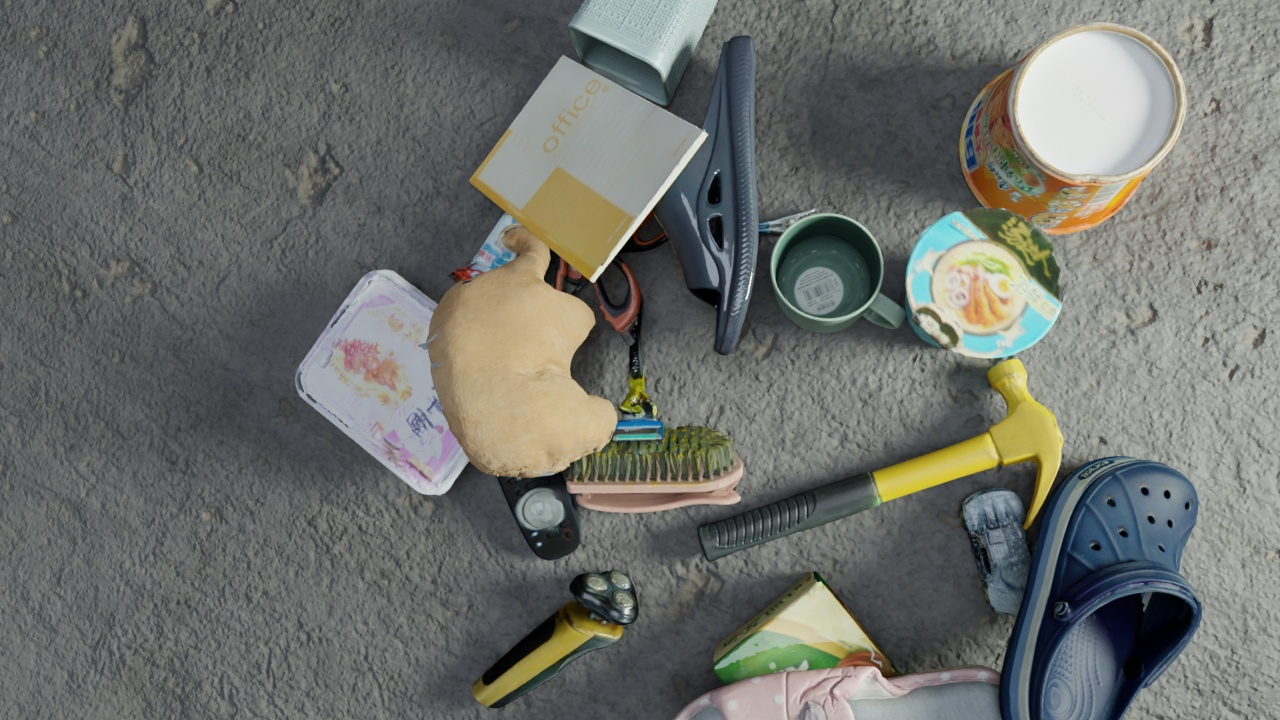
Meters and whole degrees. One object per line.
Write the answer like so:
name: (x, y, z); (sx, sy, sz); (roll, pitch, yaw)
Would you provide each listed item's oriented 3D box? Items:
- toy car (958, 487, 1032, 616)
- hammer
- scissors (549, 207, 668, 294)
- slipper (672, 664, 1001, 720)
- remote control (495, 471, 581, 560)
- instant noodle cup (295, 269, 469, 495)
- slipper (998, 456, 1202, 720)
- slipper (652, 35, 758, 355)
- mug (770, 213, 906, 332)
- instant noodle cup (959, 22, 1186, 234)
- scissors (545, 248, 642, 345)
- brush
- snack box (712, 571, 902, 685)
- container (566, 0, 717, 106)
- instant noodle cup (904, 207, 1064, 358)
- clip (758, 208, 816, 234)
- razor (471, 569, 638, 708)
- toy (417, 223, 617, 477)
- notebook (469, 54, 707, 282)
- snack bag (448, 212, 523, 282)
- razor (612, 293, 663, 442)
toy car: (0.294, 0.156, 0.740); (0.049, 0.031, 0.105); (-17, 85, 8)
hammer: (0.191, 0.105, 0.749); (0.301, 0.033, 0.128); (-20, 66, 11)
scissors: (-0.037, -0.080, 0.808); (0.125, 0.021, 0.235); (25, 91, 9)
slipper: (0.153, 0.283, 0.678); (0.274, 0.054, 0.114); (-8, 85, 6)
remote control: (-0.092, 0.109, 0.791); (0.053, 0.024, 0.136); (-22, 107, -6)
instant noodle cup: (-0.198, 0.019, 0.809); (0.173, 0.060, 0.138); (37, 92, 7)
slipper: (0.340, 0.172, 0.660); (0.105, 0.095, 0.252); (41, 68, -16)
slipper: (0.054, -0.135, 0.755); (0.083, 0.111, 0.268); (2, 81, 5)
mug: (0.159, -0.059, 0.733); (0.112, 0.106, 0.082); (33, 91, 11)
instant noodle cup: (0.336, -0.182, 0.711); (0.151, 0.111, 0.151); (0, 87, 9)
scissors: (-0.050, -0.105, 0.795); (0.214, 0.015, 0.197); (43, 98, 19)
brush: (0.013, 0.093, 0.775); (0.146, 0.063, 0.073); (0, 116, 7)
snack box: (0.175, 0.299, 0.734); (0.114, 0.063, 0.240); (-39, 82, 4)
container: (0.008, -0.296, 0.782); (0.090, 0.090, 0.111); (28, 87, 9)
instant noodle cup: (0.252, -0.051, 0.713); (0.111, 0.120, 0.111); (-1, 86, 7)
clip: (0.124, -0.117, 0.785); (0.057, 0.024, 0.028); (-7, 89, 5)
razor: (-0.076, 0.240, 0.783); (0.167, 0.062, 0.067); (-39, 114, 10)
toy: (-0.104, -0.016, 0.737); (0.143, 0.083, 0.225); (-4, 71, -27)
notebook: (-0.052, -0.168, 0.768); (0.146, 0.010, 0.206); (-52, 50, 4)
snack bag: (-0.124, -0.102, 0.821); (0.048, 0.026, 0.104); (38, 93, -3)
razor: (-0.005, 0.005, 0.782); (0.042, 0.022, 0.142); (-2, 64, -2)
